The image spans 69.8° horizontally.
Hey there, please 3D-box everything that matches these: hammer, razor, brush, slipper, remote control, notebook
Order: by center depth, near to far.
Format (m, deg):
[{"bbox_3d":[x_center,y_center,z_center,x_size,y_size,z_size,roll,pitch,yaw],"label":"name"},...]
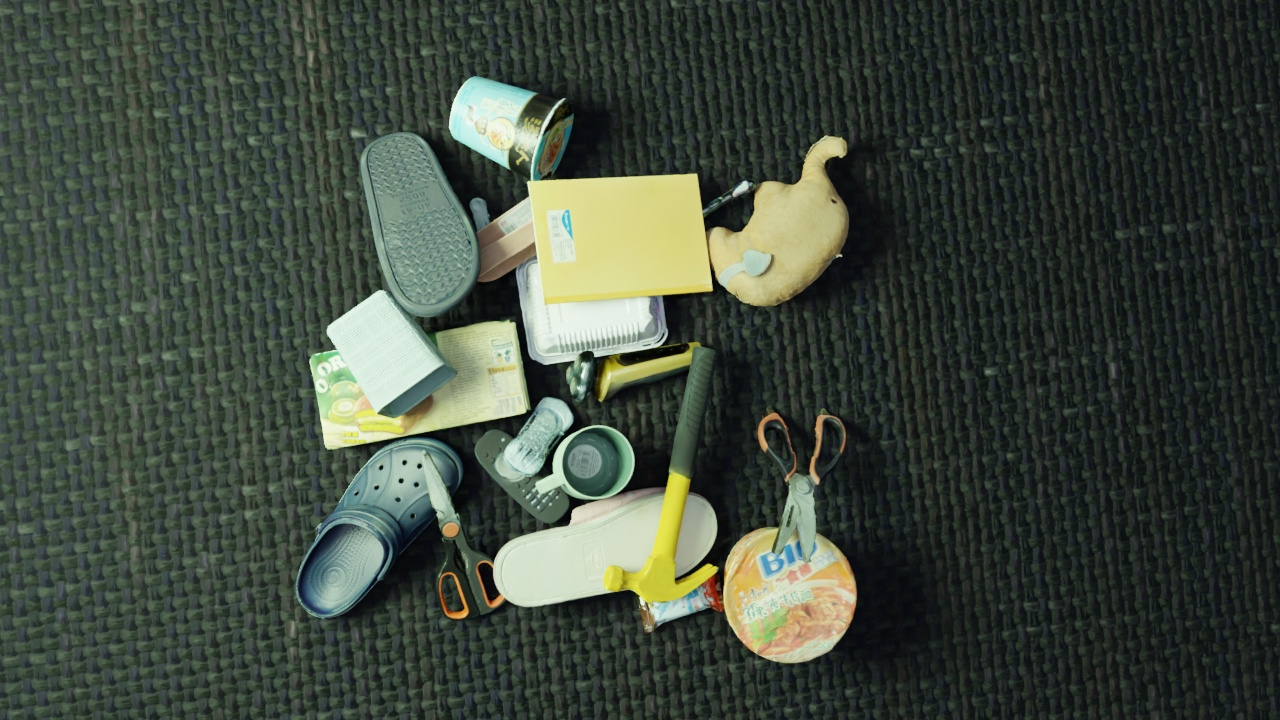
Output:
[{"bbox_3d":[-0.315,0.192,1.067,0.105,0.095,0.253,40,90,-4],"label":"slipper"},{"bbox_3d":[-0.021,-0.143,1.067,0.206,0.010,0.146,-6,85,-17],"label":"notebook"},{"bbox_3d":[-0.253,-0.151,1.070,0.110,0.083,0.268,-19,61,-9],"label":"slipper"},{"bbox_3d":[0.048,0.133,1.072,0.128,0.033,0.300,13,85,-17],"label":"hammer"},{"bbox_3d":[-0.152,-0.144,1.087,0.145,0.073,0.063,-33,108,-2],"label":"brush"},{"bbox_3d":[-0.040,0.223,1.093,0.274,0.054,0.114,-15,93,-13],"label":"slipper"},{"bbox_3d":[-0.007,0.006,1.104,0.167,0.062,0.068,-13,123,-8],"label":"razor"},{"bbox_3d":[-0.142,0.140,1.108,0.136,0.024,0.053,45,83,0],"label":"remote control"},{"bbox_3d":[0.079,-0.179,1.114,0.143,0.022,0.042,-33,70,4],"label":"razor"}]

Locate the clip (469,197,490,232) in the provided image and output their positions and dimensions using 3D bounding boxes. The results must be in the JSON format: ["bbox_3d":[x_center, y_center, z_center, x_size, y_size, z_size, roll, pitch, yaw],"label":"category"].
[{"bbox_3d":[-0.192,-0.170,1.116,0.024,0.028,0.057,-12,99,-1],"label":"clip"}]

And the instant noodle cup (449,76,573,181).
[{"bbox_3d":[-0.156,-0.276,1.084,0.120,0.111,0.111,23,87,6],"label":"instant noodle cup"}]

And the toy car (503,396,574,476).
[{"bbox_3d":[-0.120,0.089,1.095,0.049,0.031,0.105,35,67,-4],"label":"toy car"}]

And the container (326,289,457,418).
[{"bbox_3d":[-0.277,-0.008,1.013,0.090,0.090,0.111,-37,84,-5],"label":"container"}]

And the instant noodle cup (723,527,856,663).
[{"bbox_3d":[0.165,0.263,1.074,0.151,0.111,0.151,0,88,-3],"label":"instant noodle cup"}]

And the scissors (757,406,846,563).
[{"bbox_3d":[0.180,0.132,1.065,0.196,0.015,0.214,-24,53,-25],"label":"scissors"}]

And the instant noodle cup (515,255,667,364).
[{"bbox_3d":[-0.058,-0.074,1.101,0.173,0.060,0.138,-9,89,-4],"label":"instant noodle cup"}]

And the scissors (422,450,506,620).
[{"bbox_3d":[-0.204,0.199,1.069,0.125,0.021,0.235,0,107,-18],"label":"scissors"}]

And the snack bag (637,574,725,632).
[{"bbox_3d":[0.050,0.294,1.112,0.104,0.026,0.048,-13,77,-3],"label":"snack bag"}]

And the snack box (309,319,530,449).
[{"bbox_3d":[-0.257,0.029,1.087,0.240,0.063,0.114,-11,89,-2],"label":"snack box"}]

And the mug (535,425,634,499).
[{"bbox_3d":[-0.069,0.126,1.063,0.111,0.106,0.082,-24,88,-14],"label":"mug"}]

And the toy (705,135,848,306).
[{"bbox_3d":[0.183,-0.163,1.099,0.226,0.082,0.143,-44,76,-3],"label":"toy"}]
